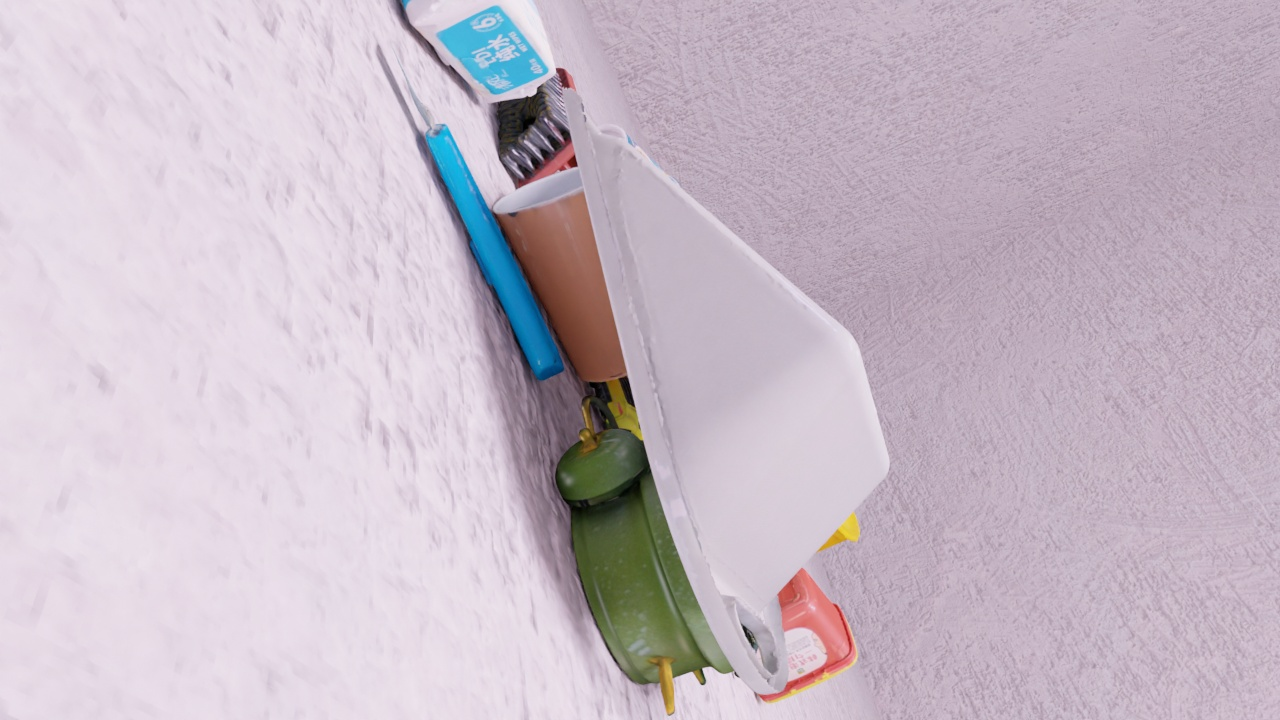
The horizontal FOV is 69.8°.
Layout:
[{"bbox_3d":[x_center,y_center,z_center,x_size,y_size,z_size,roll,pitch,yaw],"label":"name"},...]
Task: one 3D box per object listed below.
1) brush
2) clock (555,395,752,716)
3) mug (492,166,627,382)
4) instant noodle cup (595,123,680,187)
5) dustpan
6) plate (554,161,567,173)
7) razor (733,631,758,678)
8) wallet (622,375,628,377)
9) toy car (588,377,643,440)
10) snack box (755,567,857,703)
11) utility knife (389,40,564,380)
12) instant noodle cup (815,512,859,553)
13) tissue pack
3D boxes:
[{"bbox_3d":[-0.068,-0.178,0.691,0.069,0.063,0.145,38,24,-34],"label":"brush"},{"bbox_3d":[0.005,0.091,0.472,0.116,0.056,0.161,42,27,-73],"label":"clock"},{"bbox_3d":[-0.032,-0.053,0.574,0.078,0.078,0.123,-93,163,-66],"label":"mug"},{"bbox_3d":[-0.021,-0.184,0.948,0.110,0.099,0.099,44,24,-52],"label":"instant noodle cup"},{"bbox_3d":[0.025,0.028,0.481,0.258,0.142,0.223,43,-6,32],"label":"dustpan"},{"bbox_3d":[-0.041,-0.115,0.808,0.163,0.034,0.164,46,23,-69],"label":"plate"},{"bbox_3d":[0.057,0.178,0.679,0.043,0.028,0.133,-57,134,-41],"label":"razor"},{"bbox_3d":[-0.004,0.004,0.741,0.090,0.033,0.115,45,23,-76],"label":"wallet"},{"bbox_3d":[-0.006,0.037,0.637,0.105,0.032,0.048,52,17,-67],"label":"toy car"},{"bbox_3d":[0.122,0.225,0.762,0.080,0.091,0.082,57,11,-22],"label":"snack box"},{"bbox_3d":[-0.085,-0.075,0.472,0.034,0.018,0.191,-133,-161,-80],"label":"utility knife"},{"bbox_3d":[0.116,0.128,0.835,0.138,0.110,0.137,49,18,-22],"label":"instant noodle cup"},{"bbox_3d":[-0.109,-0.229,0.576,0.140,0.063,0.090,31,38,-74],"label":"tissue pack"}]
